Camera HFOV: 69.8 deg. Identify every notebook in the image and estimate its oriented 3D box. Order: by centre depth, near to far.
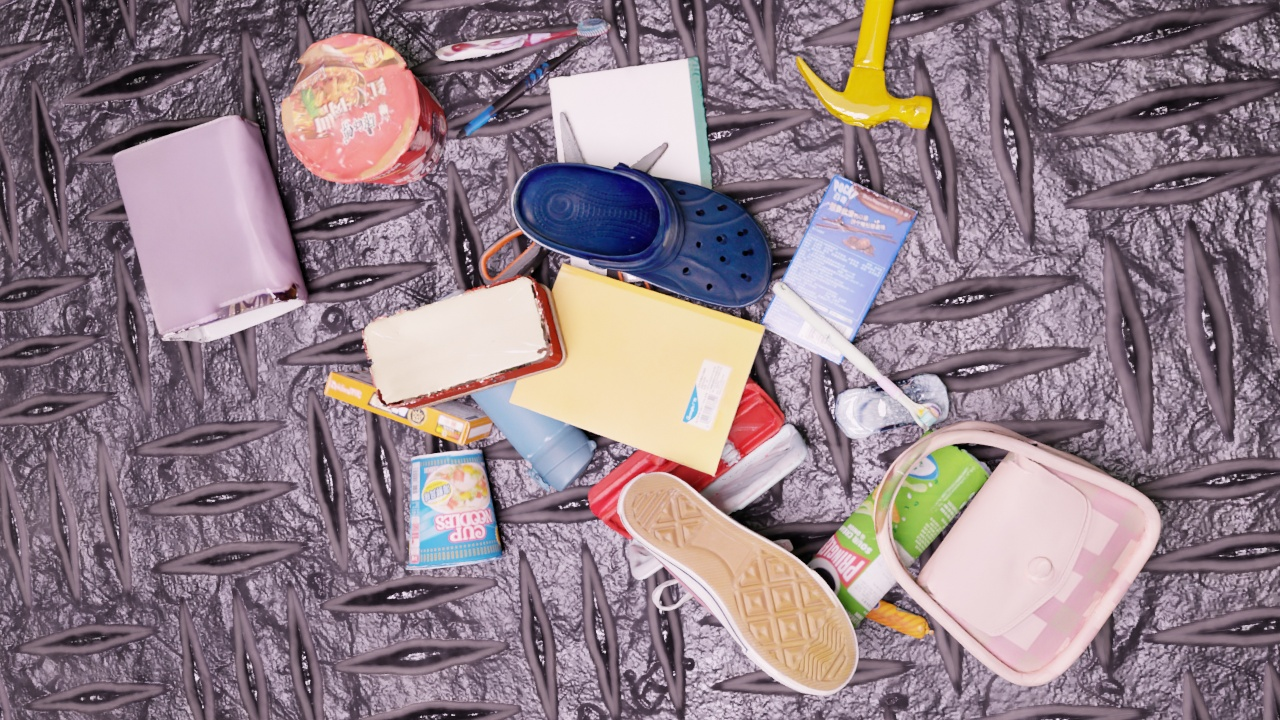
[{"bbox_3d":[-0.005,0.005,0.848,0.206,0.010,0.145,18,83,14],"label":"notebook"},{"bbox_3d":[-0.005,-0.182,0.899,0.150,0.012,0.209,-6,92,10],"label":"notebook"}]

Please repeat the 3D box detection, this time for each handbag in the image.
[{"bbox_3d":[0.296,0.144,0.773,0.234,0.093,0.193,31,96,-16],"label":"handbag"},{"bbox_3d":[-0.432,-0.132,0.940,0.145,0.098,0.197,-17,88,13],"label":"handbag"}]

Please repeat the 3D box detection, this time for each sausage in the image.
[{"bbox_3d":[0.197,0.225,0.870,0.165,0.021,0.021,22,96,9],"label":"sausage"}]

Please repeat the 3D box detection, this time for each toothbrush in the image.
[{"bbox_3d":[0.194,-0.008,0.835,0.189,0.020,0.029,43,62,10],"label":"toothbrush"},{"bbox_3d":[-0.119,-0.316,0.904,0.188,0.017,0.016,-3,87,18],"label":"toothbrush"},{"bbox_3d":[-0.111,-0.279,0.914,0.190,0.016,0.014,-34,81,11],"label":"toothbrush"}]

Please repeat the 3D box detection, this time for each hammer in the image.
[{"bbox_3d":[0.224,-0.365,0.838,0.129,0.032,0.301,10,94,9],"label":"hammer"}]

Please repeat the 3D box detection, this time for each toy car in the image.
[{"bbox_3d":[0.232,0.043,0.852,0.106,0.031,0.049,-13,88,13],"label":"toy car"}]

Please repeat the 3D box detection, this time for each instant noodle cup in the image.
[{"bbox_3d":[-0.258,-0.233,0.896,0.138,0.108,0.138,0,92,11],"label":"instant noodle cup"},{"bbox_3d":[-0.188,0.146,0.910,0.099,0.099,0.110,-8,83,11],"label":"instant noodle cup"}]

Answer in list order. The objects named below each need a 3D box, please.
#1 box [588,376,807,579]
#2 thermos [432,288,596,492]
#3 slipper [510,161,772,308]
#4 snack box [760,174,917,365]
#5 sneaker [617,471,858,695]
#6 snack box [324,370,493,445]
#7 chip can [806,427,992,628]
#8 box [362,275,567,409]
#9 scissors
[{"bbox_3d":[0.057,0.117,0.852,0.201,0.100,0.095,-39,127,9],"label":"box"},{"bbox_3d":[-0.132,0.031,0.904,0.070,0.070,0.220,-41,84,9],"label":"thermos"},{"bbox_3d":[0.006,-0.124,0.834,0.253,0.095,0.105,17,91,-3],"label":"slipper"},{"bbox_3d":[0.184,-0.084,0.858,0.084,0.026,0.157,27,97,9],"label":"snack box"},{"bbox_3d":[0.079,0.187,0.787,0.241,0.088,0.118,39,78,9],"label":"sneaker"},{"bbox_3d":[-0.229,0.045,0.918,0.154,0.075,0.026,19,95,10],"label":"snack box"},{"bbox_3d":[0.211,0.169,0.826,0.072,0.072,0.236,42,90,7],"label":"chip can"},{"bbox_3d":[-0.162,-0.017,0.834,0.168,0.077,0.091,-16,82,7],"label":"box"},{"bbox_3d":[-0.058,-0.125,0.896,0.221,0.021,0.233,-22,89,4],"label":"scissors"}]
